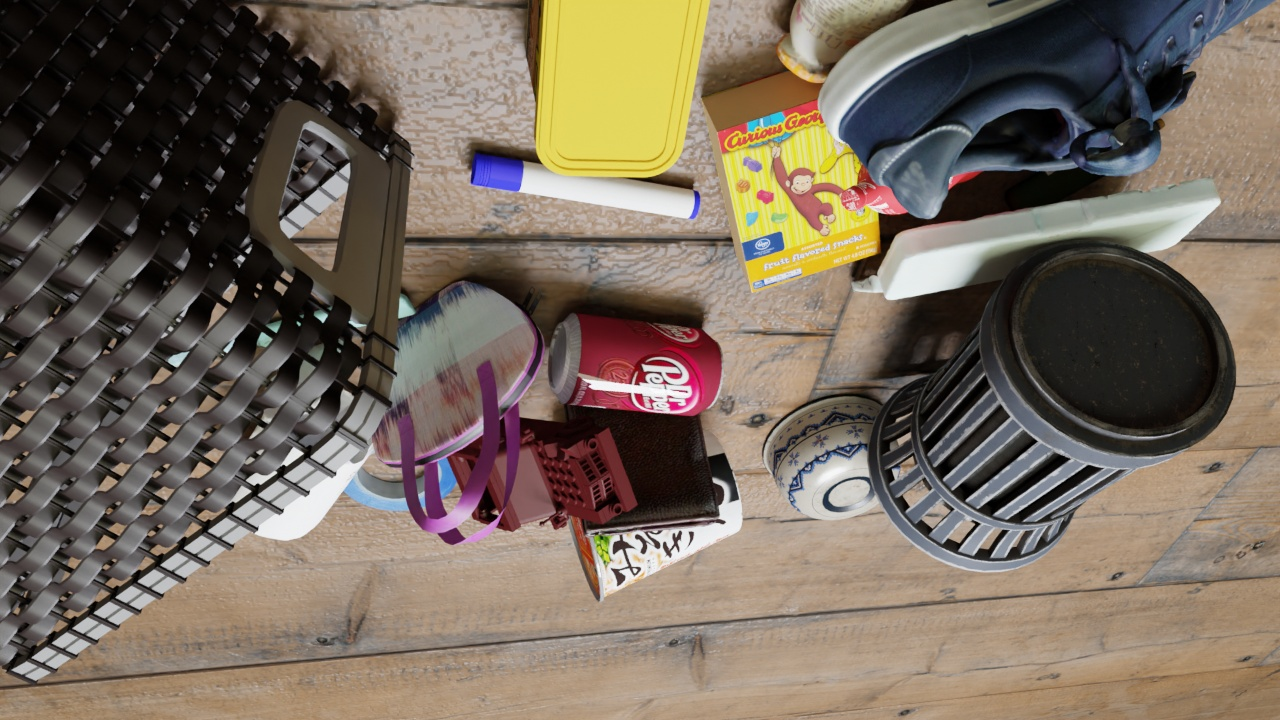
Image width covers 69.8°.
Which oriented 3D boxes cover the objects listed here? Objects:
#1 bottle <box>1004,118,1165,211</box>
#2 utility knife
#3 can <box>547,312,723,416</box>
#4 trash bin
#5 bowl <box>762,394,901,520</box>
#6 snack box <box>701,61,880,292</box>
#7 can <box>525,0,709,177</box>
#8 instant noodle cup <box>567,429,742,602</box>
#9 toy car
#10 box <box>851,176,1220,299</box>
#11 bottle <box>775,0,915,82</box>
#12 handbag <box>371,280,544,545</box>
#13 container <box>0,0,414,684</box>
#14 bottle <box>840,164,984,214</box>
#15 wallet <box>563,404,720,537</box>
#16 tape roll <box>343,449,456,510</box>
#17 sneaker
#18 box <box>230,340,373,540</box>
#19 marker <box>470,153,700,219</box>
[{"bbox_3d":[0.299,-0.131,0.616,0.106,0.025,0.025,-30,133,16],"label":"bottle"},{"bbox_3d":[-0.232,-0.020,0.605,0.168,0.015,0.022,-13,136,4],"label":"utility knife"},{"bbox_3d":[-0.004,0.004,0.646,0.114,0.063,0.063,6,131,-20],"label":"can"},{"bbox_3d":[0.266,0.036,0.621,0.164,0.164,0.228,-8,155,-6],"label":"trash bin"},{"bbox_3d":[0.167,0.090,0.774,0.115,0.059,0.116,-7,135,-7],"label":"bowl"},{"bbox_3d":[0.097,-0.113,0.573,0.088,0.040,0.126,-17,135,3],"label":"snack box"},{"bbox_3d":[-0.017,-0.172,0.445,0.072,0.101,0.131,-2,134,-13],"label":"can"},{"bbox_3d":[0.007,0.112,0.724,0.121,0.123,0.124,-15,136,-12],"label":"instant noodle cup"},{"bbox_3d":[-0.080,0.074,0.621,0.061,0.170,0.070,-31,109,-33],"label":"toy car"},{"bbox_3d":[0.251,-0.071,0.605,0.197,0.043,0.136,-9,172,-2],"label":"box"},{"bbox_3d":[0.113,-0.198,0.480,0.063,0.063,0.109,10,142,-22],"label":"bottle"},{"bbox_3d":[-0.113,0.037,0.576,0.145,0.169,0.068,-32,132,17],"label":"handbag"},{"bbox_3d":[-0.280,-0.054,0.400,0.246,0.247,0.243,-33,129,18],"label":"container"},{"bbox_3d":[0.163,-0.114,0.542,0.141,0.042,0.042,-28,146,-37],"label":"bottle"},{"bbox_3d":[-0.001,0.067,0.669,0.099,0.119,0.031,-3,147,-11],"label":"wallet"},{"bbox_3d":[-0.187,0.081,0.709,0.091,0.016,0.093,1,133,-14],"label":"tape roll"},{"bbox_3d":[0.249,-0.147,0.480,0.294,0.127,0.121,-24,163,-11],"label":"sneaker"},{"bbox_3d":[-0.229,0.050,0.626,0.092,0.081,0.161,37,119,-15],"label":"box"},{"bbox_3d":[-0.032,-0.106,0.564,0.141,0.020,0.020,6,132,-19],"label":"marker"}]
